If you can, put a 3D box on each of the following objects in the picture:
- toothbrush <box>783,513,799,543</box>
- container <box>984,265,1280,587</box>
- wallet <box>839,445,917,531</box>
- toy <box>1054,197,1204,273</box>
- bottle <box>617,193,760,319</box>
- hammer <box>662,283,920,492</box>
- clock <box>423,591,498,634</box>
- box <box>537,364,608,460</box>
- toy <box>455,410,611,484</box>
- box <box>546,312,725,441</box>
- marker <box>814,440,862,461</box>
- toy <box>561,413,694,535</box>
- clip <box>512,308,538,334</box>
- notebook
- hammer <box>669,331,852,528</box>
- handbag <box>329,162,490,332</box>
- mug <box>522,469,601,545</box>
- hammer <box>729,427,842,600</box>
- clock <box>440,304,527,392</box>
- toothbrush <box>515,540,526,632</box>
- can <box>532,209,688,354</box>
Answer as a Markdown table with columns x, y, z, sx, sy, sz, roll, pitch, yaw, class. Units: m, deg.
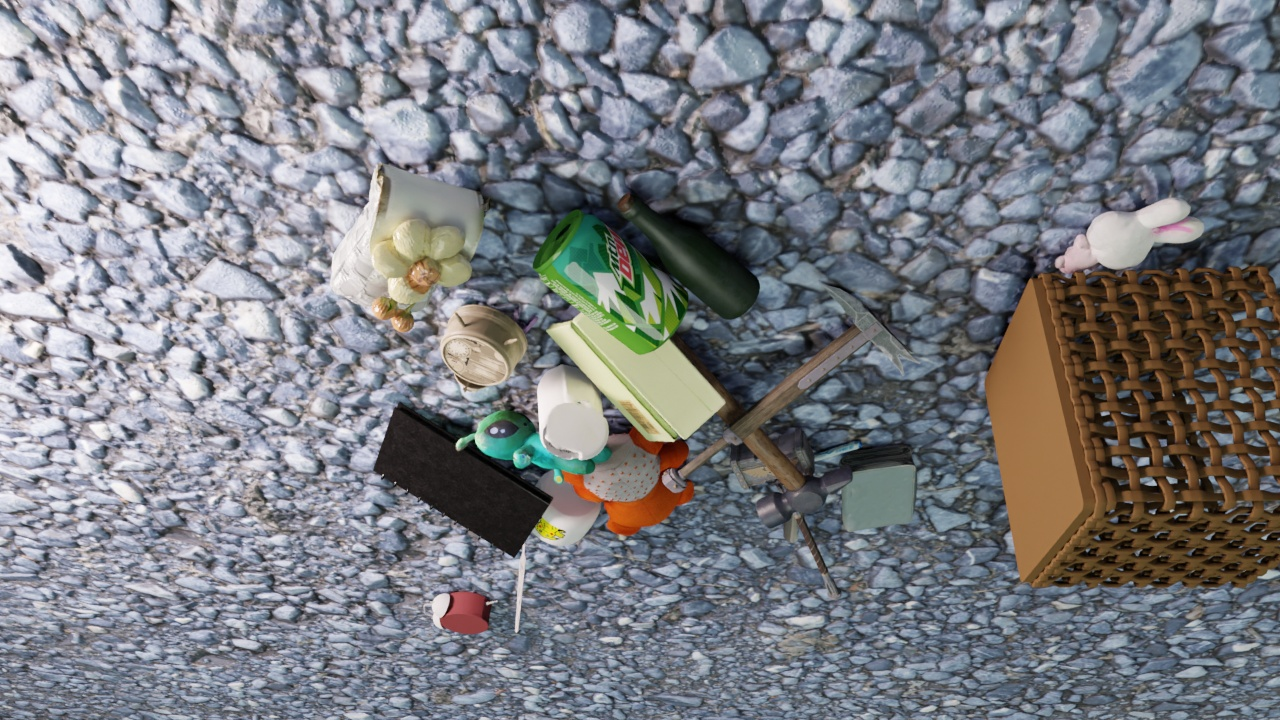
| x | y | z | sx | sy | sz | roll | pitch | yaw | class |
| --- | --- | --- | --- | --- | --- | --- | --- | --- | --- |
| 0.217 | 0.201 | 1.286 | 0.024 | 0.022 | 0.186 | 15 | 142 | 16 | toothbrush |
| 0.494 | 0.072 | 0.910 | 0.214 | 0.251 | 0.220 | -1 | 149 | 6 | container |
| 0.313 | 0.168 | 1.217 | 0.100 | 0.054 | 0.132 | -10 | 137 | 2 | wallet |
| 0.461 | -0.116 | 0.876 | 0.126 | 0.037 | 0.076 | -24 | 139 | 37 | toy |
| 0.044 | -0.107 | 0.907 | 0.055 | 0.055 | 0.174 | -31 | 128 | 34 | bottle |
| 0.142 | 0.050 | 1.038 | 0.317 | 0.028 | 0.147 | -41 | 114 | 19 | hammer |
| -0.312 | 0.436 | 1.587 | 0.124 | 0.044 | 0.087 | 7 | 140 | -4 | clock |
| -0.078 | 0.066 | 1.048 | 0.081 | 0.159 | 0.092 | 17 | 119 | -17 | box |
| -0.133 | 0.105 | 1.118 | 0.193 | 0.130 | 0.072 | 14 | 113 | 22 | toy |
| -0.009 | 0.014 | 1.016 | 0.134 | 0.061 | 0.188 | -27 | 112 | 37 | box |
| 0.224 | 0.129 | 1.207 | 0.142 | 0.013 | 0.013 | -22 | 134 | 27 | marker |
| -0.010 | 0.151 | 1.191 | 0.164 | 0.092 | 0.172 | -28 | 132 | 5 | toy |
| -0.131 | -0.038 | 1.034 | 0.045 | 0.014 | 0.051 | 0 | 137 | 6 | clip |
| -0.242 | 0.166 | 1.223 | 0.231 | 0.019 | 0.170 | 32 | 136 | -1 | notebook |
| 0.122 | 0.075 | 1.090 | 0.130 | 0.040 | 0.322 | -31 | 117 | 25 | hammer |
| -0.230 | -0.097 | 0.889 | 0.112 | 0.123 | 0.172 | 12 | 143 | -33 | handbag |
| -0.114 | 0.192 | 1.250 | 0.115 | 0.094 | 0.068 | 32 | 135 | 2 | mug |
| 0.222 | 0.227 | 1.249 | 0.099 | 0.044 | 0.322 | -14 | 125 | 20 | hammer |
| -0.185 | -0.001 | 1.041 | 0.093 | 0.054 | 0.141 | 23 | 139 | -4 | clock |
| -0.173 | 0.305 | 1.315 | 0.010 | 0.181 | 0.010 | -18 | 133 | 16 | toothbrush |
| -0.029 | -0.077 | 0.913 | 0.144 | 0.082 | 0.083 | 37 | 130 | -21 | can |
